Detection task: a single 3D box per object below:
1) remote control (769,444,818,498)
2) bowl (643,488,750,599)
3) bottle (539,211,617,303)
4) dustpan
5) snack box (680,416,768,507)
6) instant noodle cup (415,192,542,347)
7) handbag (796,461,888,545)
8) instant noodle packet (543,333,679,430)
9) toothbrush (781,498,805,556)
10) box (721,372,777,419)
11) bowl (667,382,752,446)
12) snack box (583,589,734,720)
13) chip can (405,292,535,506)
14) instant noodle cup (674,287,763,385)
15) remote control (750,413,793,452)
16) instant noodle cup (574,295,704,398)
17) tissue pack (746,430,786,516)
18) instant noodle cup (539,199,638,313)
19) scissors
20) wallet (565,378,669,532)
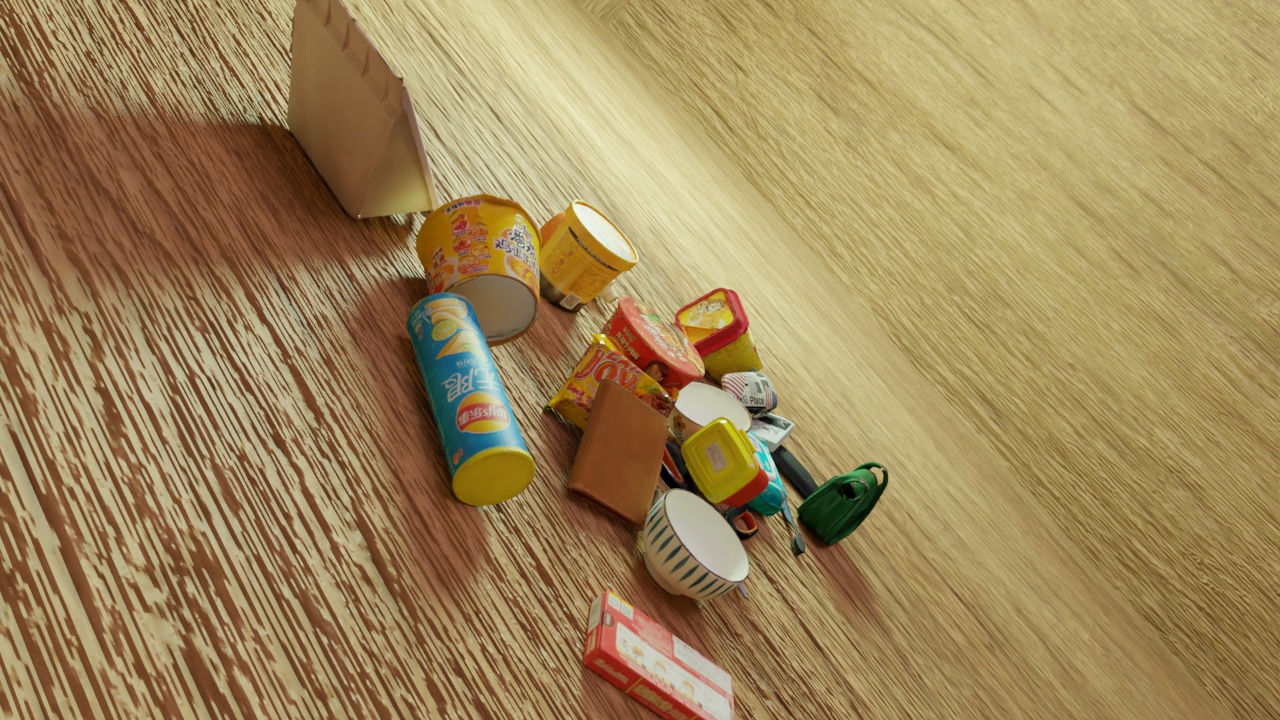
[{"bbox_3d":[0.233,0.166,1.402,0.136,0.024,0.053,48,22,10],"label":"remote control"},{"bbox_3d":[0.047,0.194,0.926,0.116,0.066,0.116,37,22,-18],"label":"bowl"},{"bbox_3d":[-0.085,-0.145,1.345,0.149,0.067,0.066,52,20,-2],"label":"bottle"},{"bbox_3d":[-0.283,-0.277,1.007,0.138,0.274,0.222,-20,67,-40],"label":"dustpan"},{"bbox_3d":[0.106,0.125,1.097,0.080,0.082,0.091,37,19,-54],"label":"snack box"},{"bbox_3d":[-0.168,-0.089,0.978,0.138,0.138,0.109,28,34,-38],"label":"instant noodle cup"},{"bbox_3d":[0.295,0.201,1.312,0.068,0.120,0.131,51,28,22],"label":"handbag"},{"bbox_3d":[-0.029,0.044,1.024,0.128,0.110,0.044,38,-15,-14],"label":"instant noodle packet"},{"bbox_3d":[0.202,0.209,1.280,0.014,0.016,0.189,27,22,-19],"label":"toothbrush"},{"bbox_3d":[0.166,0.051,1.397,0.075,0.082,0.163,43,20,27],"label":"box"},{"bbox_3d":[0.081,0.084,1.190,0.113,0.062,0.113,18,26,-9],"label":"bowl"},{"bbox_3d":[0.018,0.267,0.790,0.153,0.025,0.075,39,22,-16],"label":"snack box"},{"bbox_3d":[-0.159,0.030,0.839,0.071,0.071,0.210,25,28,-43],"label":"chip can"},{"bbox_3d":[0.130,-0.032,1.458,0.123,0.116,0.116,50,17,-39],"label":"instant noodle cup"},{"bbox_3d":[0.196,0.108,1.416,0.058,0.021,0.149,22,15,16],"label":"remote control"},{"bbox_3d":[-0.007,0.007,1.122,0.138,0.109,0.137,38,19,-16],"label":"instant noodle cup"},{"bbox_3d":[0.141,0.142,1.232,0.093,0.050,0.133,33,23,-31],"label":"tissue pack"},{"bbox_3d":[-0.083,-0.135,1.242,0.118,0.115,0.118,38,21,-17],"label":"instant noodle cup"},{"bbox_3d":[0.078,0.178,1.081,0.221,0.022,0.233,53,21,21],"label":"scissors"},{"bbox_3d":[-0.018,0.099,0.959,0.107,0.031,0.131,35,55,-29],"label":"wallet"}]
